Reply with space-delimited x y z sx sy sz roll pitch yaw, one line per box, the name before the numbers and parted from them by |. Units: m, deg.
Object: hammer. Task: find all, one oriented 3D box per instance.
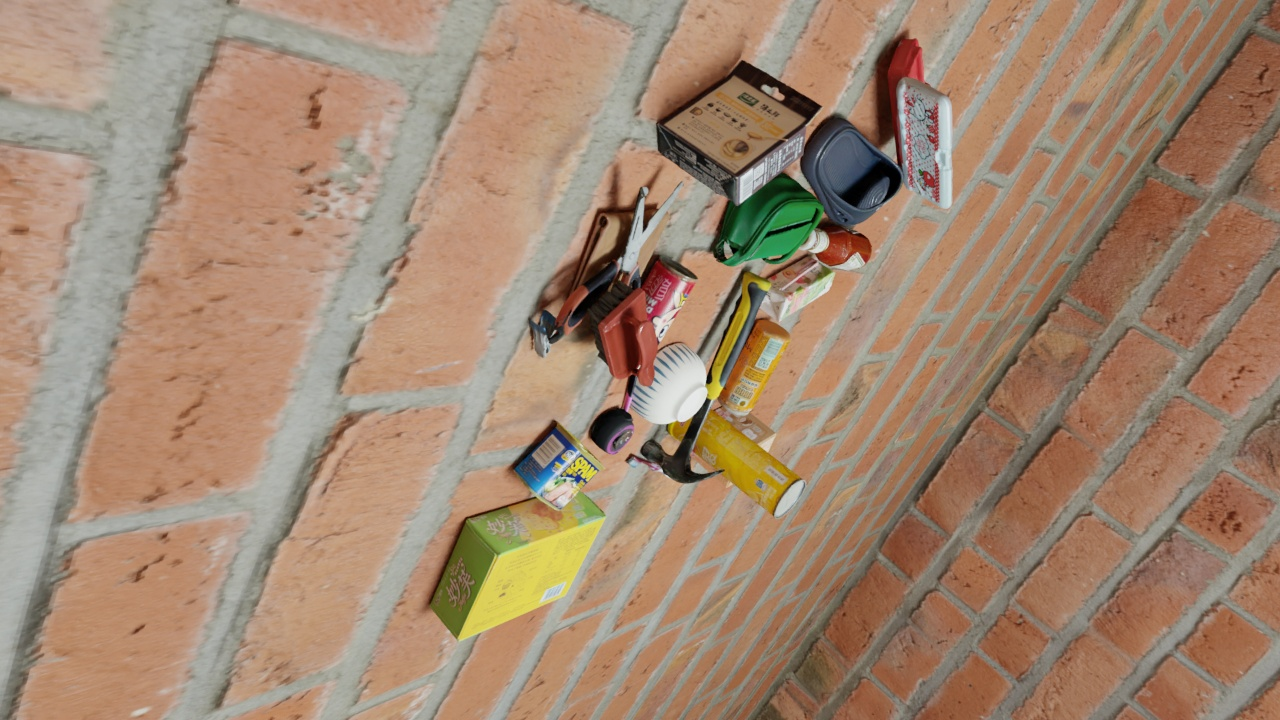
hammer | 0.108 0.031 1.294 0.031 0.126 0.324 -4 122 -54

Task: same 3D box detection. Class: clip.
clip | -0.105 -0.025 0.987 0.043 0.027 0.058 -40 156 -34

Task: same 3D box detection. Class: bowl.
bowl | 0.047 0.041 1.247 0.116 0.066 0.117 -36 150 -25

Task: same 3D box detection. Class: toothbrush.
toothbrush | 0.022 0.169 1.424 0.017 0.016 0.187 -44 153 6
toothbrush | -0.007 0.007 1.183 0.017 0.014 0.190 -17 139 -32

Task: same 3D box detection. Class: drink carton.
drink carton | 0.226 -0.108 1.340 0.122 0.053 0.046 -30 146 -35

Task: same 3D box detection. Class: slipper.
slipper | 0.302 -0.241 1.261 0.111 0.083 0.267 -53 151 10

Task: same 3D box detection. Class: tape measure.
tape measure | -0.035 0.096 1.221 0.057 0.039 0.057 -32 148 -30

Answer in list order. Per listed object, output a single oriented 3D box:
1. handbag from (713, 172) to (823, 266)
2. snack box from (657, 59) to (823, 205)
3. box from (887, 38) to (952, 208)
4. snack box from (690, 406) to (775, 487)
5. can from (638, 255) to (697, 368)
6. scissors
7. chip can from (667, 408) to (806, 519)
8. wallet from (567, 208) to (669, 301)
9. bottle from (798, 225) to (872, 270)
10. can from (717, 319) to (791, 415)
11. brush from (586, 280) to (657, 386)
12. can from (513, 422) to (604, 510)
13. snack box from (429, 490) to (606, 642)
handbag | 0.159 -0.172 1.158 0.131 0.068 0.120 -13 142 -51
snack box | 0.100 -0.233 0.934 0.125 0.113 0.053 -38 151 -21
box | 0.368 -0.307 1.215 0.074 0.154 0.201 -15 143 10
snack box | 0.145 0.133 1.475 0.092 0.094 0.077 -24 143 -41
can | 0.012 -0.054 1.090 0.053 0.053 0.133 4 121 -57
scissors | -0.019 -0.096 0.987 0.225 0.015 0.189 -49 159 -3
chip can | 0.139 0.139 1.344 0.071 0.213 0.072 -36 147 -28
wallet | -0.025 -0.114 1.002 0.101 0.020 0.115 -15 139 -47
bottle | 0.275 -0.169 1.333 0.205 0.060 0.060 0 124 -56
can | 0.174 0.011 1.406 0.058 0.058 0.146 -10 133 -51
brush | -0.013 -0.019 1.008 0.063 0.069 0.146 -44 158 -17
can | -0.102 0.136 1.156 0.083 0.057 0.102 -45 152 -5
snack box | -0.159 0.264 1.214 0.209 0.070 0.158 -9 132 -52
